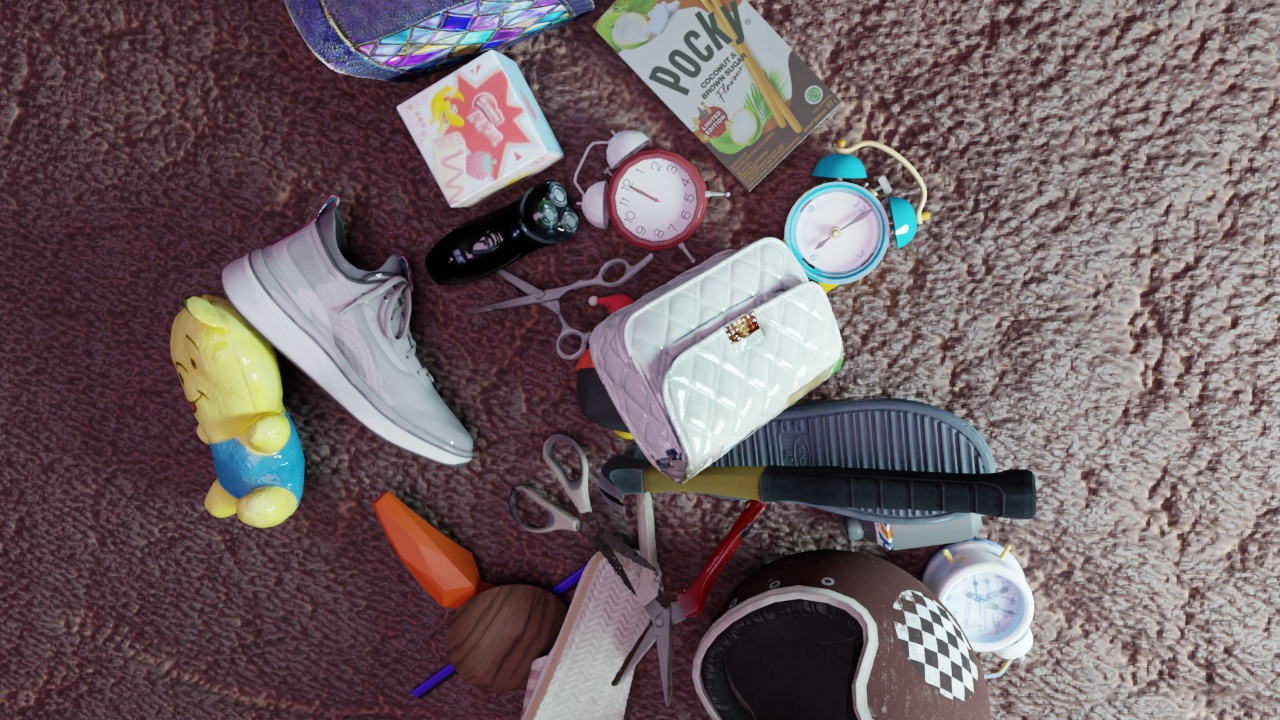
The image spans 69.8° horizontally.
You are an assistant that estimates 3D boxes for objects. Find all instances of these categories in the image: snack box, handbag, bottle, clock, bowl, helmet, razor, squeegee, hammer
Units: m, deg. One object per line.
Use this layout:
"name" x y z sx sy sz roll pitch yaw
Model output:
"snack box" 0.062 -0.242 0.754 0.101 0.031 0.186 -44 92 12
"handbag" 0.067 -0.008 0.723 0.194 0.073 0.139 -33 97 -31
"bottle" 0.234 0.138 0.790 0.112 0.047 0.047 -10 98 9
"snack box" -0.130 -0.189 0.764 0.095 0.079 0.093 -27 96 10
"clock" 0.171 -0.117 0.758 0.099 0.043 0.130 41 109 -1
"handbag" -0.144 -0.302 0.674 0.205 0.221 0.125 -17 97 9
"bowl" -0.118 0.264 0.841 0.119 0.032 0.119 -5 114 -11
"clock" 0.005 -0.140 0.773 0.124 0.044 0.087 27 102 1
"helmet" 0.146 0.280 0.723 0.233 0.252 0.234 22 128 -13
"razor" -0.122 -0.104 0.785 0.141 0.063 0.053 -25 95 10
"squeegee" -0.179 0.194 0.848 0.250 0.055 0.185 -38 101 12
"clock" 0.293 0.218 0.796 0.089 0.052 0.125 -6 102 7
"hammer" 0.122 0.096 0.705 0.334 0.117 0.025 0 103 23

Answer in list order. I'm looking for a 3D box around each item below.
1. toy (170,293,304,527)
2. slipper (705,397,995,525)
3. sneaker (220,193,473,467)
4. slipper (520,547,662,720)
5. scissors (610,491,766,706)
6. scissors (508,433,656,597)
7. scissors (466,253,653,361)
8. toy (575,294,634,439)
"toy" -0.356 0.041 0.815 0.149 0.083 0.214 3 108 47
"slipper" 0.162 0.074 0.779 0.264 0.082 0.101 0 101 27
"sneaker" -0.226 -0.020 0.804 0.128 0.097 0.263 -44 98 -2
"slipper" -0.053 0.292 0.829 0.115 0.052 0.263 21 86 -37
"scissors" 0.024 0.177 0.775 0.200 0.179 0.015 -49 132 7
"scissors" -0.051 0.131 0.809 0.164 0.012 0.153 -2 79 31
"scissors" -0.069 -0.061 0.782 0.165 0.014 0.141 -35 56 1
"toy" -0.005 0.005 0.776 0.098 0.099 0.119 2 79 44
